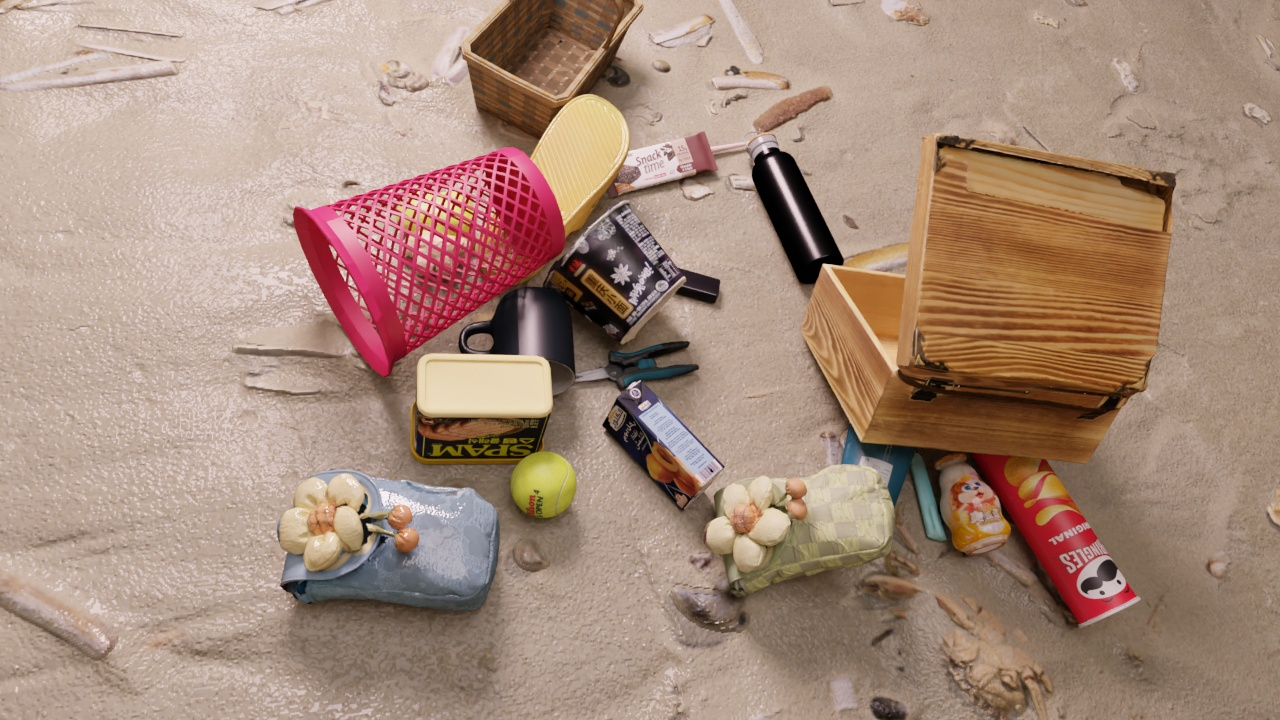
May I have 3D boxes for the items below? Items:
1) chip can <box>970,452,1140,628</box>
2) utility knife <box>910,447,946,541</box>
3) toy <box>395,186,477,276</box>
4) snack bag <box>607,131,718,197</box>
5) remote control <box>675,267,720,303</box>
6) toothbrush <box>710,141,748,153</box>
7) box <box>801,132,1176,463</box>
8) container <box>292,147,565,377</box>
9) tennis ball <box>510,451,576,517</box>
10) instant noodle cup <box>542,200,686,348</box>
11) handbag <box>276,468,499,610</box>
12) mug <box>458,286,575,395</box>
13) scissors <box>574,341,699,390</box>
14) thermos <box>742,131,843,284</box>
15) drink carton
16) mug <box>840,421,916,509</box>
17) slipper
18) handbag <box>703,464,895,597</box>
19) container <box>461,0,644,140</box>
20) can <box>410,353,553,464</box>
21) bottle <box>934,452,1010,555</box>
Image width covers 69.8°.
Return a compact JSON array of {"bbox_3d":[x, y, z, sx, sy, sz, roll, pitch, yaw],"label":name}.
[{"bbox_3d":[0.457,0.180,1.023,0.069,0.069,0.220,-16,65,-23],"label":"chip can"},{"bbox_3d":[0.319,0.120,1.053,0.022,0.016,0.179,1,61,-16],"label":"utility knife"},{"bbox_3d":[-0.233,-0.147,1.047,0.092,0.046,0.115,3,66,-13],"label":"toy"},{"bbox_3d":[0.024,-0.255,1.185,0.157,0.013,0.057,-18,86,-20],"label":"snack bag"},{"bbox_3d":[0.029,-0.102,1.107,0.136,0.015,0.032,15,57,-6],"label":"remote control"},{"bbox_3d":[0.105,-0.282,1.236,0.181,0.016,0.018,-15,70,-23],"label":"toothbrush"},{"bbox_3d":[0.375,-0.070,0.953,0.279,0.316,0.281,7,34,-14],"label":"box"},{"bbox_3d":[-0.205,-0.118,0.941,0.225,0.184,0.183,-31,72,-24],"label":"container"},{"bbox_3d":[-0.096,0.123,0.909,0.065,0.065,0.065,7,58,-11],"label":"tennis ball"},{"bbox_3d":[-0.023,-0.092,1.024,0.112,0.138,0.137,44,59,3],"label":"instant noodle cup"},{"bbox_3d":[-0.223,0.160,0.823,0.192,0.119,0.121,8,58,-4],"label":"handbag"},{"bbox_3d":[-0.132,-0.020,0.976,0.121,0.085,0.094,-1,59,-7],"label":"mug"},{"bbox_3d":[0.000,0.010,1.031,0.140,0.019,0.127,27,57,4],"label":"scissors"},{"bbox_3d":[0.190,-0.210,1.188,0.061,0.061,0.231,-10,63,-20],"label":"thermos"},{"bbox_3d":[0.021,0.089,0.963,0.130,0.064,0.040,45,53,13],"label":"drink carton"},{"bbox_3d":[0.249,0.130,0.996,0.078,0.078,0.121,25,61,0],"label":"mug"},{"bbox_3d":[-0.102,-0.195,1.096,0.099,0.078,0.263,33,74,5],"label":"slipper"},{"bbox_3d":[0.153,0.155,0.908,0.187,0.117,0.113,-18,57,14],"label":"handbag"},{"bbox_3d":[-0.105,-0.424,1.161,0.157,0.187,0.249,28,57,2],"label":"container"},{"bbox_3d":[-0.159,0.048,0.914,0.135,0.105,0.075,1,60,-14],"label":"can"},{"bbox_3d":[0.362,0.157,1.014,0.063,0.063,0.108,-6,62,-18],"label":"bottle"}]
